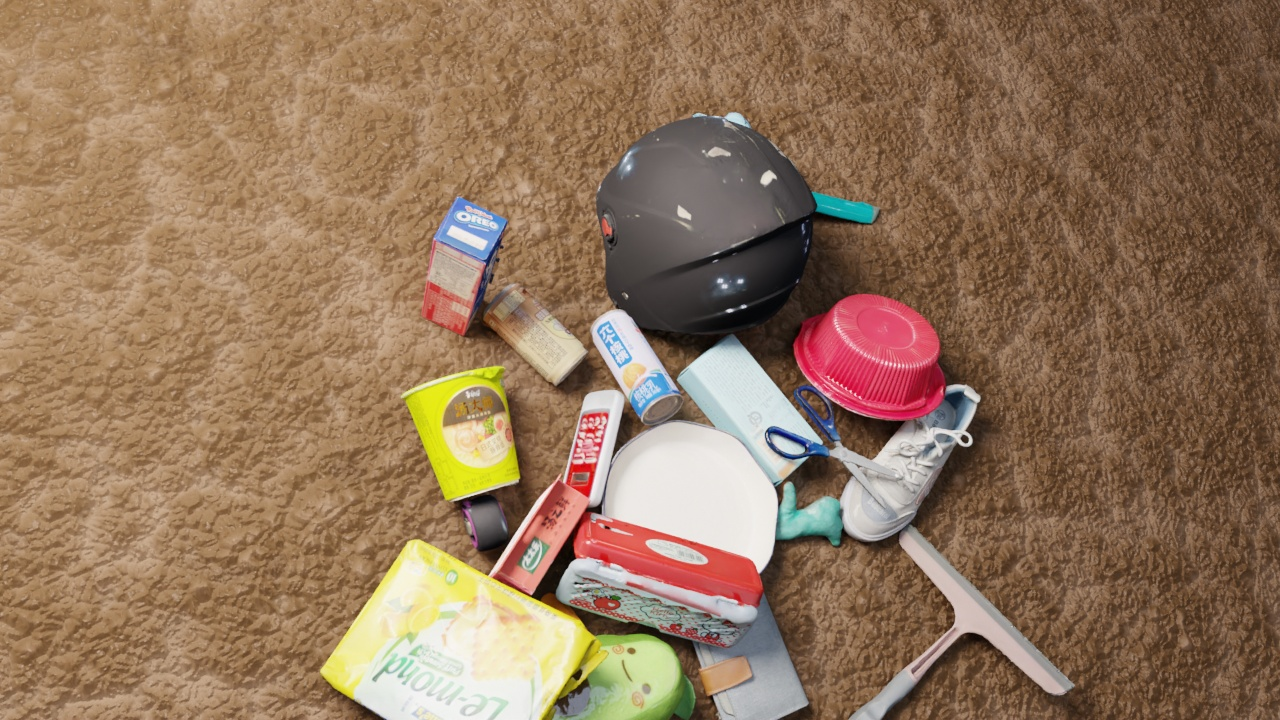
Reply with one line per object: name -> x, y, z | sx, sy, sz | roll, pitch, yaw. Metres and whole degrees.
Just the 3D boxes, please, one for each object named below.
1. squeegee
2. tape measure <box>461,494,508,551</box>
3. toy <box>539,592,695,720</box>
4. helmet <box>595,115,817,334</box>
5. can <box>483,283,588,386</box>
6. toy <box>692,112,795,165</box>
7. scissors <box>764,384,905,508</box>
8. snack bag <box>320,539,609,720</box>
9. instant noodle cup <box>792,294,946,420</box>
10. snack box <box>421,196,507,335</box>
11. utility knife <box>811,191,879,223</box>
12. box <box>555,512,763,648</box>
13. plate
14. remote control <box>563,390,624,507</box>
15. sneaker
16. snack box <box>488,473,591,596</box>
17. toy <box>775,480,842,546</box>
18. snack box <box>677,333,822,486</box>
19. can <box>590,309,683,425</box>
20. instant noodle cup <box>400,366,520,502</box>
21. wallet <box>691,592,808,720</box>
squeegee -> 0.310, 0.357, 1.045 | 0.249, 0.040, 0.247 | -36, 69, -18
tape measure -> -0.164, 0.170, 0.958 | 0.039, 0.058, 0.057 | -18, 80, -21
toy -> -0.065, 0.338, 0.909 | 0.246, 0.090, 0.226 | -14, 63, -16
helmet -> 0.075, -0.166, 1.054 | 0.233, 0.231, 0.274 | -26, 74, -25
can -> -0.119, -0.030, 1.038 | 0.116, 0.059, 0.058 | 44, 66, 1
toy -> 0.135, -0.256, 1.196 | 0.161, 0.050, 0.156 | -4, 73, -16
scissors -> 0.217, 0.101, 1.052 | 0.163, 0.012, 0.162 | -9, 66, -17
snack bag -> -0.167, 0.282, 0.864 | 0.247, 0.068, 0.157 | 20, 64, 26
instant noodle cup -> 0.285, -0.017, 1.107 | 0.194, 0.066, 0.193 | 7, 42, -7
snack box -> -0.186, -0.092, 0.957 | 0.058, 0.208, 0.057 | 27, 67, -7
utility knife -> 0.245, -0.207, 1.212 | 0.186, 0.013, 0.029 | 7, 86, -30
box -> 0.017, 0.237, 0.940 | 0.201, 0.095, 0.099 | 18, 104, -9
plate -> 0.053, 0.171, 1.028 | 0.204, 0.046, 0.204 | 5, 72, -15
remote control -> -0.054, 0.097, 1.017 | 0.020, 0.056, 0.135 | 32, 62, -40
sneaker -> 0.333, 0.121, 1.104 | 0.089, 0.091, 0.241 | 43, 66, 2
snack box -> -0.104, 0.183, 0.932 | 0.044, 0.127, 0.113 | 34, 66, -3
toy -> 0.190, 0.181, 1.063 | 0.092, 0.030, 0.096 | -9, 110, -9
snack box -> 0.129, 0.060, 1.085 | 0.074, 0.052, 0.175 | -37, 86, -26
can -> -0.006, 0.006, 1.041 | 0.053, 0.053, 0.134 | -19, 58, -22
instant noodle cup -> -0.179, 0.080, 0.963 | 0.111, 0.112, 0.123 | -15, 85, -21
wallet -> 0.114, 0.330, 0.997 | 0.106, 0.037, 0.129 | -17, 77, -22
